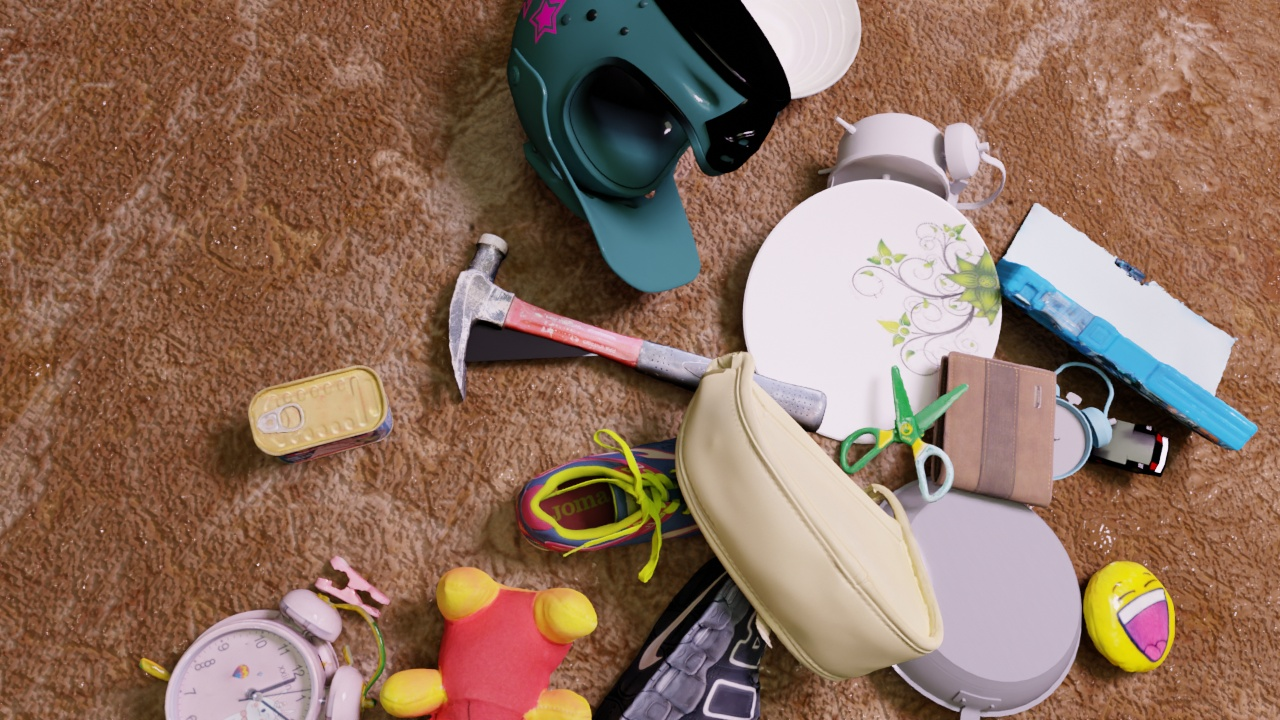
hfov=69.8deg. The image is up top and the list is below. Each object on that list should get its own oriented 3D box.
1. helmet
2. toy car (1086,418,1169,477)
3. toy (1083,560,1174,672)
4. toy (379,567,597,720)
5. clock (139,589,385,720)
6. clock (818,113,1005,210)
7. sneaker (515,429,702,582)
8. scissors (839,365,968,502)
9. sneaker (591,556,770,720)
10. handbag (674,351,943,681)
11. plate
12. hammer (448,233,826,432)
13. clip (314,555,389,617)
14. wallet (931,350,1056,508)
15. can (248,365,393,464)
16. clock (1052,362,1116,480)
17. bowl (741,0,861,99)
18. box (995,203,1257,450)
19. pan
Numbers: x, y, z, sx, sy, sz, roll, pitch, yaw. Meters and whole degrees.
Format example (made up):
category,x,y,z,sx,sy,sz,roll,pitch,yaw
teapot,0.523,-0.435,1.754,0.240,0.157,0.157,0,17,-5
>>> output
category,x,y,z,sx,sy,sz,roll,pitch,yaw
helmet,-0.006,-0.208,0.748,0.176,0.201,0.274,3,52,-46
toy car,0.424,0.076,0.829,0.092,0.036,0.042,16,74,19
toy,0.419,0.219,0.786,0.095,0.041,0.094,-13,80,-26
toy,-0.112,0.265,0.661,0.147,0.099,0.216,12,73,5
clock,-0.263,0.233,0.664,0.157,0.059,0.116,-20,80,-14
clock,0.243,-0.164,0.822,0.159,0.120,0.061,12,64,5
sneaker,0.024,0.111,0.726,0.241,0.091,0.116,-8,74,-12
scissors,0.227,0.064,0.770,0.126,0.011,0.130,-40,55,14
sneaker,0.068,0.264,0.696,0.151,0.097,0.252,40,74,-3
handbag,0.118,0.114,0.686,0.233,0.089,0.190,45,28,-13
plate,0.201,-0.042,0.811,0.229,0.030,0.229,0,95,-4
hammer,-0.004,0.004,0.771,0.326,0.036,0.140,17,72,-1
clip,-0.224,0.179,0.705,0.044,0.023,0.060,-35,82,-11
wallet,0.301,0.057,0.779,0.098,0.027,0.121,11,73,-1
can,-0.246,0.044,0.716,0.099,0.059,0.054,-14,78,-13
clock,0.366,0.054,0.807,0.087,0.042,0.123,37,87,21
bowl,0.114,-0.312,0.868,0.176,0.058,0.176,2,75,-9
box,0.439,-0.027,0.853,0.243,0.070,0.170,36,40,1
pan,0.266,0.258,0.731,0.200,0.051,0.355,13,64,-5
